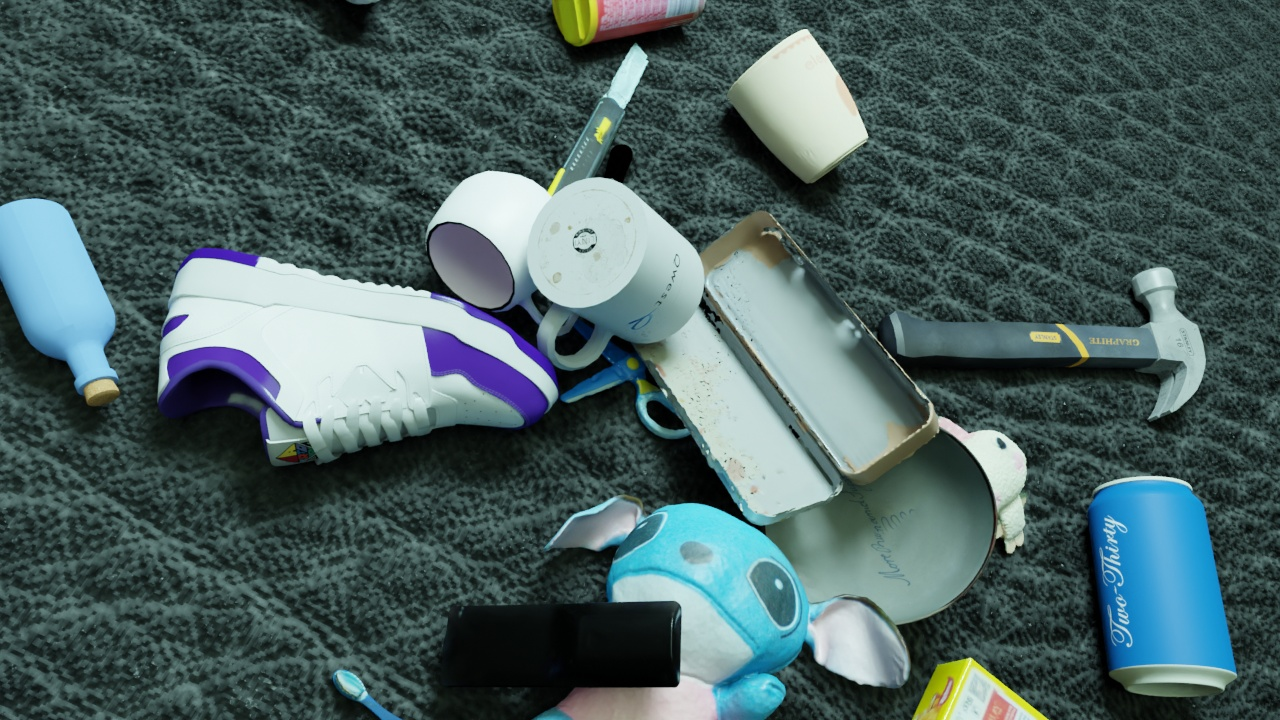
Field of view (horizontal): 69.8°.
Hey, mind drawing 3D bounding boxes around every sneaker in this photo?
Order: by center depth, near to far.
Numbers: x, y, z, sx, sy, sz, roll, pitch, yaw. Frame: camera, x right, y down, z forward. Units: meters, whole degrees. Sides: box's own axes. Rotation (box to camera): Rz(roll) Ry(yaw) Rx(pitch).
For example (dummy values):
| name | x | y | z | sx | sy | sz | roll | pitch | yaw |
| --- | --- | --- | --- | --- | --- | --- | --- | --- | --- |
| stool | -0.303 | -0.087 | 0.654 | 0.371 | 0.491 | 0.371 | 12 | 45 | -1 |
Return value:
| name | x | y | z | sx | sy | sz | roll | pitch | yaw |
| --- | --- | --- | --- | --- | --- | --- | --- | --- | --- |
| sneaker | -0.175 | 0.017 | 0.560 | 0.244 | 0.092 | 0.111 | 15 | 63 | -7 |

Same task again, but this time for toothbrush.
| name | x | y | z | sx | sy | sz | roll | pitch | yaw |
| --- | --- | --- | --- | --- | --- | --- | --- | --- | --- |
| toothbrush | -0.124 | 0.219 | 0.520 | 0.132 | 0.016 | 0.021 | 39 | 61 | 3 |

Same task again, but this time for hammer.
| name | x | y | z | sx | sy | sz | roll | pitch | yaw |
| --- | --- | --- | --- | --- | --- | --- | --- | --- | --- |
| hammer | 0.344 | -0.019 | 0.779 | 0.312 | 0.035 | 0.139 | 2 | 67 | -17 |

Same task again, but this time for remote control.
| name | x | y | z | sx | sy | sz | roll | pitch | yaw |
| --- | --- | --- | --- | --- | --- | --- | --- | --- | --- |
| remote control | -0.047 | 0.157 | 0.508 | 0.141 | 0.021 | 0.045 | -7 | 61 | 18 |

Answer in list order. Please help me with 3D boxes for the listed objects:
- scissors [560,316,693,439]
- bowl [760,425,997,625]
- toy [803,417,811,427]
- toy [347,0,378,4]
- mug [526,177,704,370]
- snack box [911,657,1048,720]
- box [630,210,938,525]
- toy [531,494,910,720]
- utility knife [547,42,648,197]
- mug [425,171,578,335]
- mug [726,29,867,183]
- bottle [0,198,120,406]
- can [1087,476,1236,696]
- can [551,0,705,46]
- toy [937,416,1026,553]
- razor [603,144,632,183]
| name | x | y | z | sx | sy | sz | roll | pitch | yaw |
| --- | --- | --- | --- | --- | --- | --- | --- | --- | --- |
| scissors | -0.003 | 0.009 | 0.664 | 0.125 | 0.014 | 0.130 | -25 | 71 | -28 |
| bowl | 0.162 | 0.111 | 0.626 | 0.151 | 0.057 | 0.150 | -9 | 63 | 18 |
| toy | 0.161 | 0.038 | 0.682 | 0.102 | 0.066 | 0.050 | 44 | 28 | 9 |
| toy | -0.199 | -0.368 | 0.737 | 0.137 | 0.086 | 0.208 | 34 | 61 | -3 |
| mug | -0.024 | -0.047 | 0.601 | 0.083 | 0.096 | 0.119 | 34 | 93 | 27 |
| snack box | 0.195 | 0.298 | 0.572 | 0.092 | 0.042 | 0.200 | 38 | 60 | 1 |
| box | 0.086 | 0.000 | 0.639 | 0.156 | 0.071 | 0.216 | -23 | 57 | -17 |
| toy | 0.033 | 0.179 | 0.540 | 0.224 | 0.099 | 0.191 | 19 | 66 | 14 |
| utility knife | -0.037 | -0.179 | 0.739 | 0.029 | 0.020 | 0.233 | 25 | 59 | -7 |
| mug | -0.085 | -0.072 | 0.635 | 0.124 | 0.090 | 0.076 | 48 | 49 | -13 |
| mug | 0.143 | -0.212 | 0.784 | 0.104 | 0.085 | 0.111 | 54 | 32 | 1 |
| bottle | -0.345 | -0.032 | 0.548 | 0.048 | 0.048 | 0.131 | -25 | 75 | -27 |
| can | 0.379 | 0.166 | 0.674 | 0.079 | 0.079 | 0.145 | 12 | 62 | -12 |
| can | -0.009 | -0.313 | 0.782 | 0.124 | 0.067 | 0.066 | -21 | 74 | -26 |
| toy | 0.257 | 0.091 | 0.691 | 0.112 | 0.050 | 0.087 | 44 | 60 | 12 |
| razor | -0.028 | -0.115 | 0.706 | 0.044 | 0.021 | 0.143 | 7 | 56 | 10 |
